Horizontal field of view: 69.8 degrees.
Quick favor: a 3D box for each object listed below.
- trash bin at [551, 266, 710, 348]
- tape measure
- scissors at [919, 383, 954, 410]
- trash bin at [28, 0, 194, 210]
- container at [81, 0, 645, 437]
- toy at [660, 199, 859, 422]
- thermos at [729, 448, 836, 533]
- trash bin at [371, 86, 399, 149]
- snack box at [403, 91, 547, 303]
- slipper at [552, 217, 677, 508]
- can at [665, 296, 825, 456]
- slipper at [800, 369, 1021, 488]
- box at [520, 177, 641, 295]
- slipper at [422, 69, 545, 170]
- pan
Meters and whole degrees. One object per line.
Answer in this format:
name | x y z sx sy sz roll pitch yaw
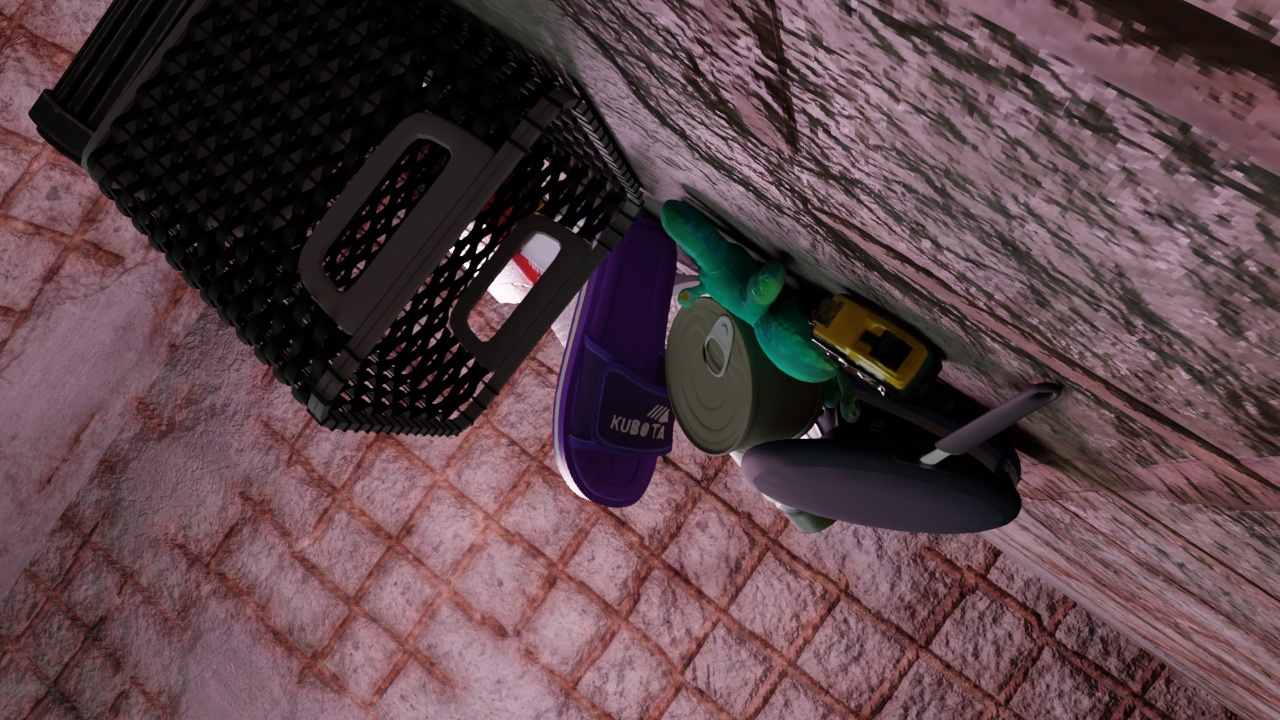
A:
trash bin | -0.029 -0.065 1.055 0.199 0.195 0.195 48 -171 35
tape measure | 0.147 -0.004 0.566 0.072 0.042 0.071 33 177 36
scissors | 0.173 -0.001 0.689 0.156 0.019 0.124 33 -176 28
trash bin | -0.340 -0.237 0.709 0.164 0.227 0.164 35 -179 -1
container | -0.183 -0.119 0.656 0.243 0.247 0.245 39 -178 12
toy | 0.083 -0.036 0.642 0.193 0.072 0.130 44 -173 0
thermos | 0.119 0.074 0.911 0.231 0.082 0.082 50 177 -18
trash bin | -0.331 -0.321 1.053 0.192 0.097 0.220 35 -177 -16
snack box | -0.149 -0.151 0.905 0.060 0.113 0.236 -2 161 13
slipper | -0.005 0.005 0.819 0.107 0.266 0.084 8 -179 -33
can | 0.083 0.010 0.747 0.073 0.128 0.128 -6 -156 -28
slipper | 0.178 0.065 0.751 0.253 0.095 0.105 19 157 45
box | -0.046 -0.139 0.933 0.108 0.136 0.129 36 141 -21
slipper | -0.217 -0.265 0.925 0.268 0.055 0.098 36 -177 -23
pan | 0.178 0.072 0.598 0.199 0.021 0.357 13 161 -1
